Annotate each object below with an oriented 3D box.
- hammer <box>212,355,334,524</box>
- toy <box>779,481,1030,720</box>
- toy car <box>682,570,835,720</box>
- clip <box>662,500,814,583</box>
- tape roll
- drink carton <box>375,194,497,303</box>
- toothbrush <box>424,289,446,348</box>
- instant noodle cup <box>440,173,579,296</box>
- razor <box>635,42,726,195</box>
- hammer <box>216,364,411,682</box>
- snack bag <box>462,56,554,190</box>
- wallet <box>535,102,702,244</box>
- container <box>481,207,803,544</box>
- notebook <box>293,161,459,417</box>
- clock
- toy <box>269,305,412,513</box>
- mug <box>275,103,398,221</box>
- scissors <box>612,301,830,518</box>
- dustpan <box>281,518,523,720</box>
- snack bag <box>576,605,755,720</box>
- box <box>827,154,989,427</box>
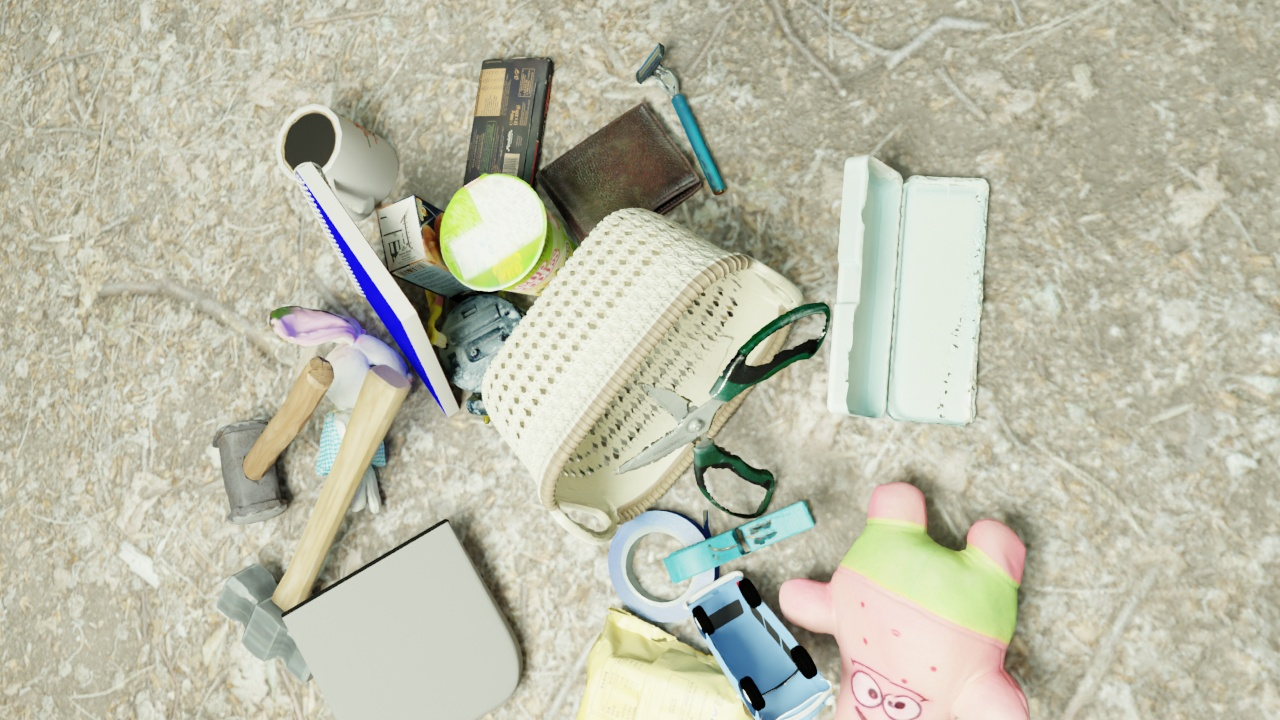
[{"bbox_3d":[-0.318,0.067,0.801,0.329,0.052,0.098,-33,70,52],"label":"hammer"},{"bbox_3d":[0.188,0.214,0.666,0.192,0.096,0.237,22,98,34],"label":"toy"},{"bbox_3d":[0.086,0.218,0.682,0.056,0.153,0.055,-28,118,-9],"label":"toy car"},{"bbox_3d":[0.075,0.140,0.703,0.127,0.113,0.028,-25,75,16],"label":"clip"},{"bbox_3d":[0.019,0.172,0.771,0.093,0.016,0.091,-9,81,19],"label":"tape roll"},{"bbox_3d":[-0.177,-0.096,0.814,0.040,0.130,0.064,-17,77,15],"label":"drink carton"},{"bbox_3d":[-0.188,-0.049,0.839,0.021,0.016,0.135,-51,30,20],"label":"toothbrush"},{"bbox_3d":[-0.104,-0.099,0.799,0.099,0.108,0.099,-3,82,19],"label":"instant noodle cup"},{"bbox_3d":[0.041,-0.209,0.808,0.042,0.022,0.144,-39,73,50],"label":"razor"},{"bbox_3d":[-0.279,0.142,0.816,0.117,0.051,0.324,35,114,12],"label":"hammer"},{"bbox_3d":[-0.128,-0.212,0.869,0.075,0.018,0.155,7,86,20],"label":"snack bag"},{"bbox_3d":[-0.019,-0.160,0.816,0.120,0.031,0.099,-35,73,3],"label":"wallet"},{"bbox_3d":[-0.004,0.004,0.718,0.143,0.184,0.246,42,96,29],"label":"container"},{"bbox_3d":[-0.222,-0.055,0.791,0.022,0.209,0.171,-33,72,-15],"label":"notebook"},{"bbox_3d":[-0.128,0.000,0.826,0.090,0.052,0.129,-27,75,15],"label":"clock"},{"bbox_3d":[-0.262,0.042,0.854,0.105,0.131,0.205,-12,92,-2],"label":"toy"},{"bbox_3d":[-0.288,-0.183,0.886,0.074,0.089,0.105,-22,76,16],"label":"mug"},{"bbox_3d":[0.073,0.056,0.695,0.201,0.204,0.015,-31,41,-13],"label":"scissors"},{"bbox_3d":[-0.176,0.290,0.797,0.163,0.033,0.257,-30,84,-4],"label":"dustpan"},{"bbox_3d":[0.006,0.339,0.729,0.160,0.068,0.247,15,89,20],"label":"snack bag"},{"bbox_3d":[0.204,-0.052,0.703,0.125,0.075,0.197,5,86,1],"label":"box"}]
